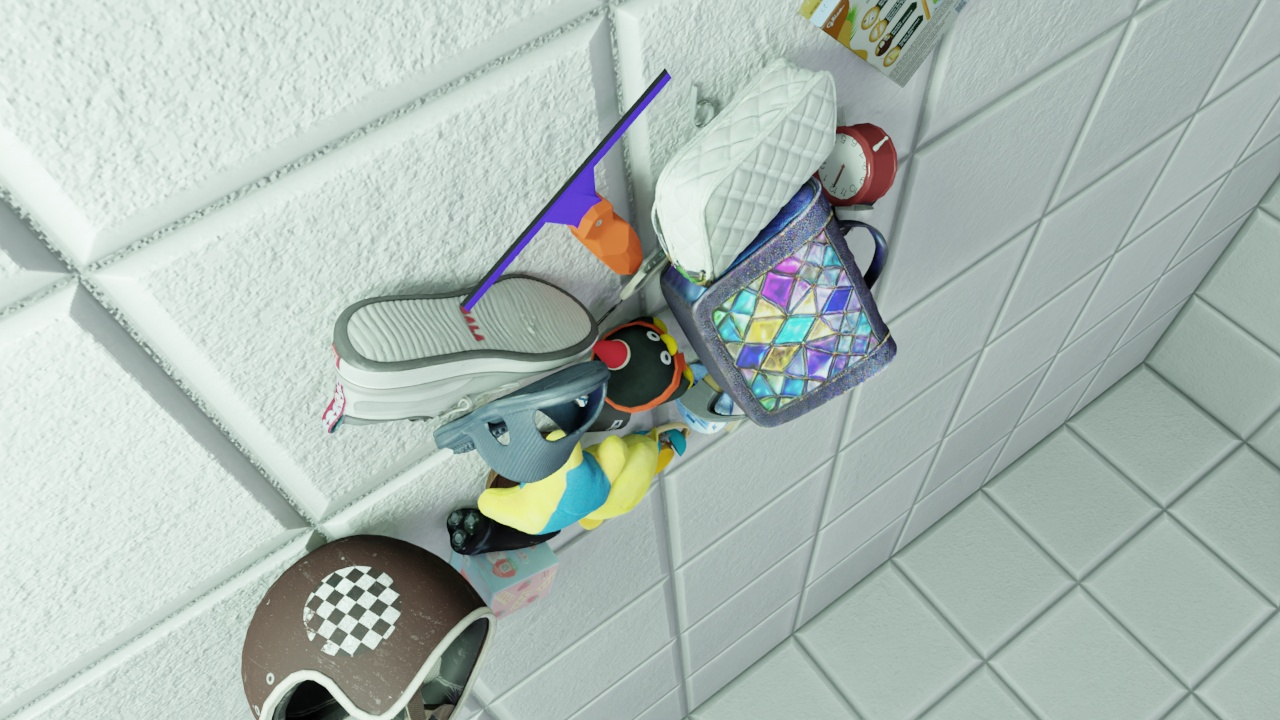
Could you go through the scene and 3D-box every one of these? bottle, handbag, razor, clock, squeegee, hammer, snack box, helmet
[{"bbox_3d":[-0.056,0.057,1.029,0.112,0.047,0.047,2,130,-51],"label":"bottle"},{"bbox_3d":[0.095,-0.173,0.828,0.194,0.072,0.139,-46,152,-17],"label":"handbag"},{"bbox_3d":[-0.154,0.192,1.067,0.140,0.053,0.064,-2,152,-33],"label":"razor"},{"bbox_3d":[0.095,0.032,1.134,0.051,0.089,0.126,-17,146,-47],"label":"clock"},{"bbox_3d":[0.155,-0.067,0.944,0.222,0.125,0.205,-34,117,-2],"label":"handbag"},{"bbox_3d":[-0.031,-0.111,0.814,0.249,0.055,0.185,-49,163,0],"label":"squeegee"},{"bbox_3d":[0.157,-0.068,1.059,0.333,0.118,0.025,-53,153,13],"label":"hammer"},{"bbox_3d":[-0.166,0.248,1.113,0.094,0.093,0.080,-20,145,-34],"label":"snack box"},{"bbox_3d":[-0.258,0.301,0.903,0.233,0.253,0.234,-57,164,-24],"label":"helmet"},{"bbox_3d":[0.219,-0.196,0.965,0.044,0.087,0.125,-16,140,-37],"label":"clock"},{"bbox_3d":[0.011,0.125,1.211,0.099,0.043,0.130,-2,140,-50],"label":"clock"},{"bbox_3d":[0.230,-0.329,0.849,0.185,0.031,0.101,3,129,-52],"label":"snack box"}]

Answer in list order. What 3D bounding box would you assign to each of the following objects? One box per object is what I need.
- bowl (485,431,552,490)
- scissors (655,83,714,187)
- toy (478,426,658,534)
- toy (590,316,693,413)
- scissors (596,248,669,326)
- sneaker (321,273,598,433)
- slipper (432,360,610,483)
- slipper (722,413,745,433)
[{"bbox_3d":[-0.129,0.117,1.037,0.119,0.032,0.119,-30,150,-20],"label":"bowl"},{"bbox_3d":[0.072,-0.200,0.857,0.141,0.014,0.165,-30,148,-20],"label":"scissors"},{"bbox_3d":[-0.059,0.139,1.028,0.149,0.084,0.213,-42,155,22],"label":"toy"},{"bbox_3d":[-0.006,0.005,0.955,0.100,0.097,0.119,-31,171,4],"label":"toy"},{"bbox_3d":[-0.014,-0.067,0.908,0.163,0.012,0.154,-42,179,-16],"label":"scissors"},{"bbox_3d":[-0.152,0.002,0.800,0.262,0.096,0.129,-14,153,-42],"label":"sneaker"},{"bbox_3d":[-0.100,0.064,0.822,0.101,0.082,0.264,-28,-176,-36],"label":"slipper"},{"bbox_3d":[0.174,0.011,1.172,0.114,0.052,0.264,-63,-177,-39],"label":"slipper"}]
